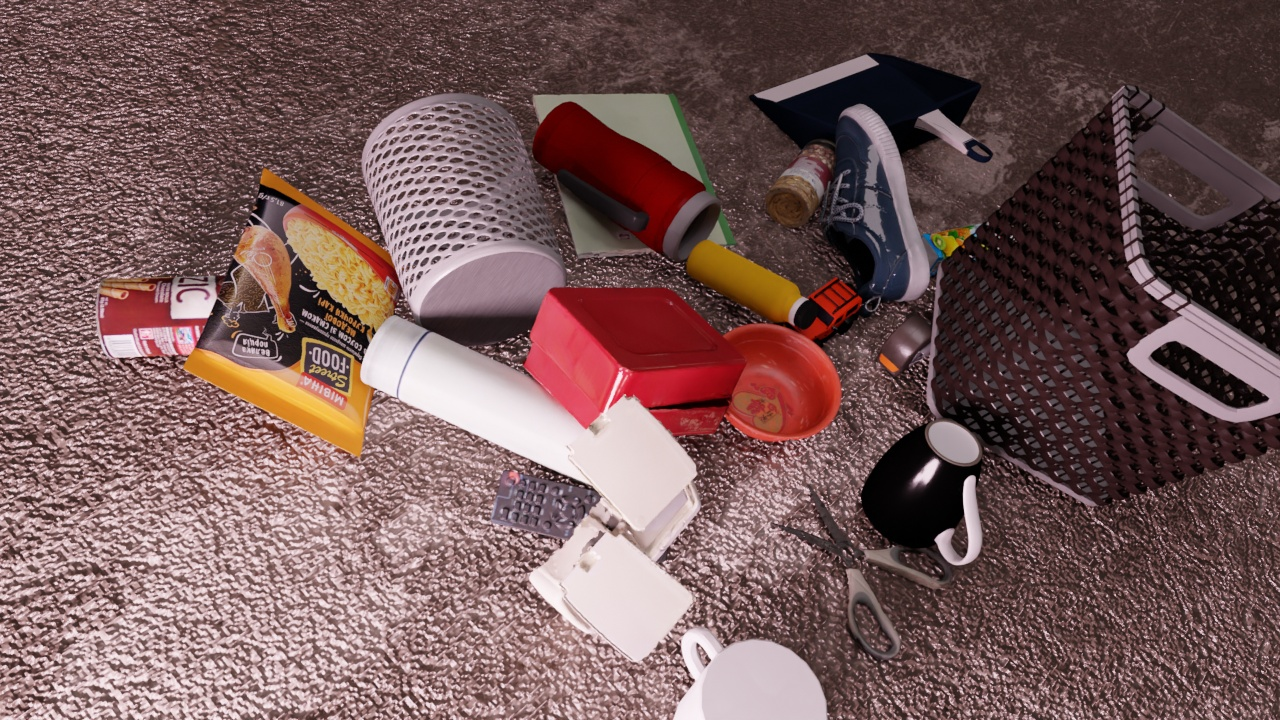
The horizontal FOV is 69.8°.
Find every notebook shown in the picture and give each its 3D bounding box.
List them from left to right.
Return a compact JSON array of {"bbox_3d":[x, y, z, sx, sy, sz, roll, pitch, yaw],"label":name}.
[{"bbox_3d":[-0.011,-0.218,1.044,0.181,0.010,0.252,-7,57,-17],"label":"notebook"}]

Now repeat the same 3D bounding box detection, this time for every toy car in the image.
[{"bbox_3d":[0.182,-0.045,0.935,0.100,0.049,0.051,-34,67,-30],"label":"toy car"}]

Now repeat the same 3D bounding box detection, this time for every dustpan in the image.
[{"bbox_3d":[0.315,-0.307,1.136,0.235,0.080,0.273,-27,64,-28],"label":"dustpan"}]

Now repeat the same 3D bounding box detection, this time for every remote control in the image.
[{"bbox_3d":[-0.048,0.131,0.771,0.150,0.022,0.047,14,77,-1],"label":"remote control"}]

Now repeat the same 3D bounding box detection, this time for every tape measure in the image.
[{"bbox_3d":[0.275,-0.015,0.930,0.058,0.059,0.038,-33,67,-27],"label":"tape measure"}]

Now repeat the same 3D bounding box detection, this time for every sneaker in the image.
[{"bbox_3d":[0.238,-0.164,0.996,0.087,0.089,0.235,-10,76,-12],"label":"sneaker"}]

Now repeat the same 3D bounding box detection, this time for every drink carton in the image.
[{"bbox_3d":[0.374,-0.130,1.046,0.128,0.039,0.044,-13,58,-21],"label":"drink carton"}]

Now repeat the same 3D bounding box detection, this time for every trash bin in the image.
[{"bbox_3d":[-0.161,-0.125,0.854,0.156,0.157,0.183,-12,61,-20],"label":"trash bin"}]

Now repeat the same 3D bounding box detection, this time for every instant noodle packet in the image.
[{"bbox_3d":[-0.285,-0.044,0.797,0.160,0.032,0.220,37,42,-37],"label":"instant noodle packet"}]

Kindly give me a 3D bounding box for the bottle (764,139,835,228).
[{"bbox_3d":[0.189,-0.202,1.047,0.056,0.056,0.105,31,54,11],"label":"bottle"}]

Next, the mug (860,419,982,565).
[{"bbox_3d":[0.258,0.115,0.794,0.084,0.100,0.118,-9,50,-26],"label":"mug"}]

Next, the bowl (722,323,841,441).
[{"bbox_3d":[0.122,0.029,0.871,0.130,0.045,0.130,6,54,-8],"label":"bowl"}]

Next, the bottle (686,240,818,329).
[{"bbox_3d":[0.112,-0.074,0.919,0.043,0.043,0.144,-34,50,-31],"label":"bottle"}]

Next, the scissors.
[{"bbox_3d":[0.195,0.182,0.798,0.171,0.013,0.157,6,52,-7],"label":"scissors"}]

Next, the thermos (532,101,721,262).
[{"bbox_3d":[-0.023,-0.184,0.952,0.198,0.084,0.107,38,39,18],"label":"thermos"}]

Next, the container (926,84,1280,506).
[{"bbox_3d":[0.434,-0.040,0.833,0.247,0.244,0.244,28,52,-12],"label":"container"}]

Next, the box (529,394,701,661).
[{"bbox_3d":[0.001,0.133,0.652,0.105,0.187,0.143,34,74,30],"label":"box"}]

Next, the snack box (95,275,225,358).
[{"bbox_3d":[-0.391,-0.039,0.790,0.121,0.072,0.072,-3,55,-14],"label":"snack box"}]

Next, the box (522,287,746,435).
[{"bbox_3d":[-0.004,0.002,0.790,0.157,0.087,0.129,0,37,-46],"label":"box"}]

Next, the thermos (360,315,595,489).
[{"bbox_3d":[-0.124,0.036,0.790,0.230,0.068,0.067,25,53,1],"label":"thermos"}]

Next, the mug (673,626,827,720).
[{"bbox_3d":[0.068,0.250,0.670,0.090,0.090,0.121,-24,63,-27],"label":"mug"}]
